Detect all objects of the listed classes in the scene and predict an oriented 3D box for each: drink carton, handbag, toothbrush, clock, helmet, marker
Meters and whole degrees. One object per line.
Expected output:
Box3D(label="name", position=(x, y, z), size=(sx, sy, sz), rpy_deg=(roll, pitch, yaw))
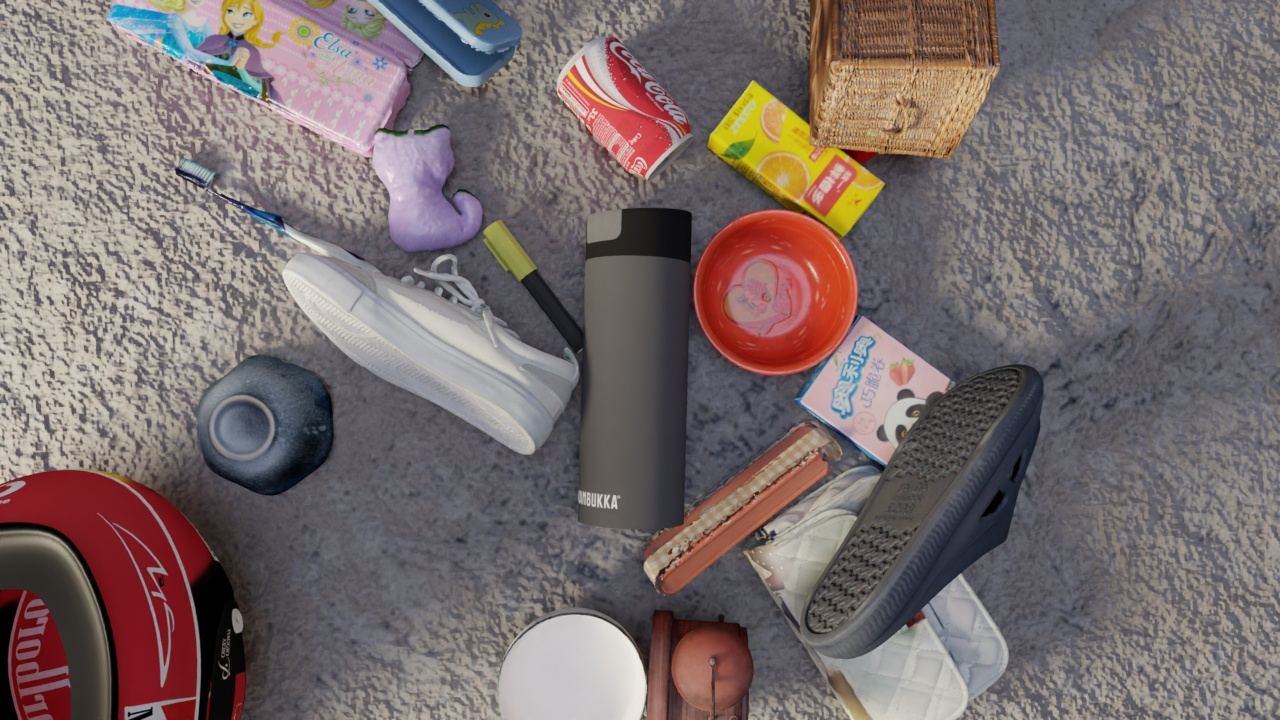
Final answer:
Box3D(label="drink carton", position=(0.124, -0.158, 0.741), size=(0.134, 0.043, 0.058), rpy_deg=(38, 89, 0))
Box3D(label="handbag", position=(0.186, 0.189, 0.717), size=(0.139, 0.072, 0.195), rpy_deg=(-34, 89, -3))
Box3D(label="toothbrush", position=(-0.288, -0.112, 0.737), size=(0.189, 0.016, 0.017), rpy_deg=(28, 77, -1))
Box3D(label="clock", position=(0.043, 0.248, 0.669), size=(0.072, 0.157, 0.120), rpy_deg=(2, 88, 3))
Box3D(label="helmet", position=(-0.378, 0.210, 0.617), size=(0.197, 0.225, 0.270), rpy_deg=(-16, 76, -5))
Box3D(label="marker", position=(-0.084, -0.058, 0.742), size=(0.021, 0.017, 0.124), rpy_deg=(-36, 92, 30))

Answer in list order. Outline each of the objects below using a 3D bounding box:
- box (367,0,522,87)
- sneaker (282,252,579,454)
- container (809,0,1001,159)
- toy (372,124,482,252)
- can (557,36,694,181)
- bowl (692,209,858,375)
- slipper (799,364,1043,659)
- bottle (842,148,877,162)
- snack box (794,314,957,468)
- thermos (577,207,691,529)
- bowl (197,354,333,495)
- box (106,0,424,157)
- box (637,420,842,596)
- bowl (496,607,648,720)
Box3D(label="box", position=(-0.182, -0.307, 0.712), size=(0.210, 0.059, 0.068), rpy_deg=(43, 69, 2))
Box3D(label="sneaker", position=(-0.157, -0.025, 0.711), size=(0.242, 0.090, 0.090), rpy_deg=(30, 61, 8))
Box3D(label="container", position=(0.191, -0.262, 0.689), size=(0.113, 0.114, 0.198), rpy_deg=(3, 70, 2))
Box3D(label="toy", position=(-0.168, -0.137, 0.731), size=(0.080, 0.036, 0.100), rpy_deg=(-8, 96, -15))
Box3D(label="can", position=(-0.011, -0.198, 0.725), size=(0.064, 0.064, 0.105), rpy_deg=(-42, 90, -3))
Box3D(label="bowl", position=(0.105, -0.053, 0.734), size=(0.130, 0.045, 0.130), rpy_deg=(0, 88, -2))
Box3D(label="slipper", position=(0.218, 0.112, 0.645), size=(0.083, 0.111, 0.267), rpy_deg=(44, 70, -6))
Box3D(label="bottle", position=(0.223, -0.197, 0.747), size=(0.119, 0.036, 0.036), rpy_deg=(-22, 89, -3))
Box3D(label="snack box", position=(0.211, 0.043, 0.742), size=(0.154, 0.033, 0.088), rpy_deg=(36, 87, -1))
Box3D(label="thermos", position=(-0.004, 0.004, 0.710), size=(0.082, 0.082, 0.240), rpy_deg=(2, 88, -2))
Box3D(label="bowl", position=(-0.299, 0.051, 0.712), size=(0.110, 0.055, 0.110), rpy_deg=(0, 88, -1))
Box3D(label="box", position=(-0.282, -0.283, 0.733), size=(0.230, 0.035, 0.159), rpy_deg=(27, 88, -2))
Box3D(label="box", position=(0.079, 0.115, 0.739), size=(0.188, 0.064, 0.056), rpy_deg=(-35, 126, -5))
Box3D(label="bowl", position=(-0.051, 0.245, 0.711), size=(0.113, 0.063, 0.113), rpy_deg=(0, 89, -2))
